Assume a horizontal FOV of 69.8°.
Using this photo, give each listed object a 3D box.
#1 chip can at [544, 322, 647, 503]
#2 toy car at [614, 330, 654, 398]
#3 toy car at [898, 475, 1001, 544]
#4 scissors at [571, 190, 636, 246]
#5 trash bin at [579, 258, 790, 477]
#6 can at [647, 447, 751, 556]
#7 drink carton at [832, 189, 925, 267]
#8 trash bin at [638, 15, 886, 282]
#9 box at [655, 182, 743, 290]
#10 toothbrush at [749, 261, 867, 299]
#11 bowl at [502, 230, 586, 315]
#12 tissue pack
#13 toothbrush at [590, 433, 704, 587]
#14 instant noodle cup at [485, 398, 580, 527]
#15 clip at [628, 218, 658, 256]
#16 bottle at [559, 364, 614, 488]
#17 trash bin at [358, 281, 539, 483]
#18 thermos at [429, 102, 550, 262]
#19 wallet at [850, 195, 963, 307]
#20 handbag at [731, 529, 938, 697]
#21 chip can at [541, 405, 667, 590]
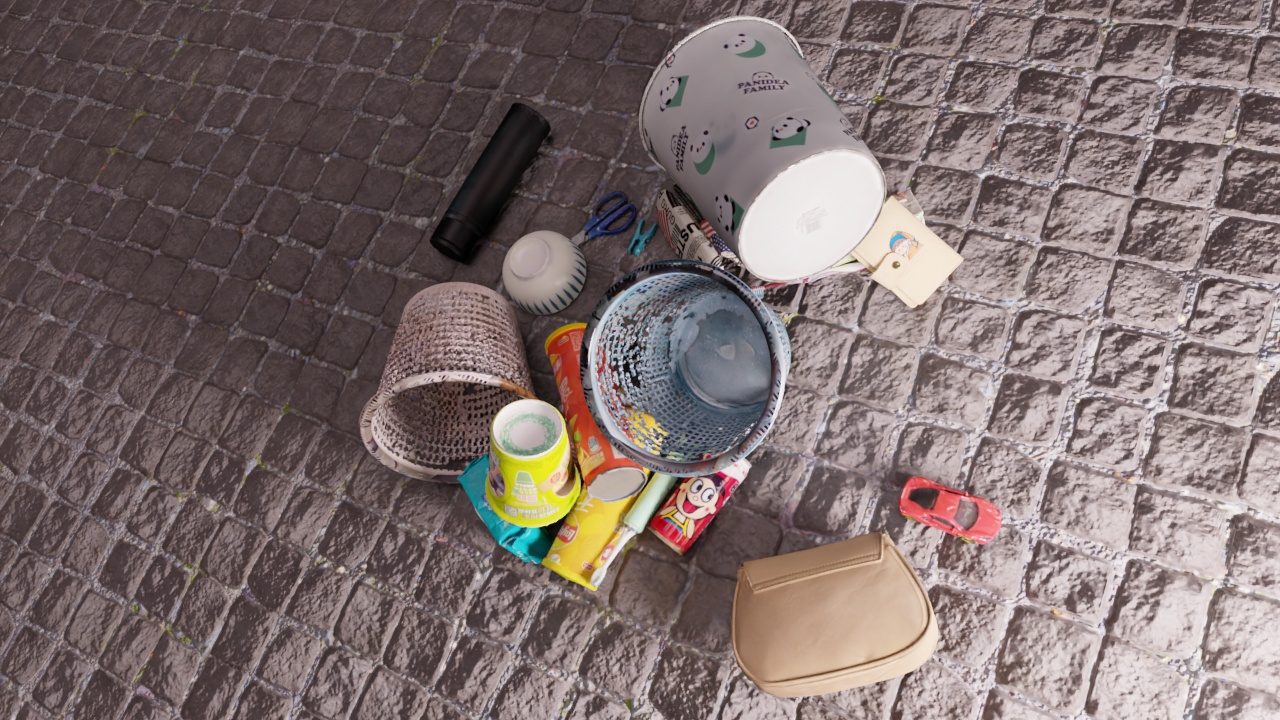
[{"bbox_3d":[-0.053,0.056,1.067,0.073,0.073,0.216,-26,53,7],"label":"chip can"},{"bbox_3d":[-0.007,0.007,1.167,0.043,0.036,0.091,-15,62,11],"label":"toy car"},{"bbox_3d":[0.332,0.160,0.985,0.106,0.031,0.049,20,76,24],"label":"toy car"},{"bbox_3d":[-0.087,-0.182,1.294,0.175,0.012,0.107,-15,65,14],"label":"scissors"},{"bbox_3d":[0.075,0.001,1.029,0.227,0.194,0.226,2,96,24],"label":"trash bin"},{"bbox_3d":[0.069,0.159,1.064,0.053,0.053,0.132,36,83,28],"label":"can"},{"bbox_3d":[0.283,-0.163,1.128,0.122,0.045,0.053,-18,43,10],"label":"drink carton"},{"bbox_3d":[0.147,-0.242,1.089,0.230,0.229,0.251,-30,51,5],"label":"trash bin"},{"bbox_3d":[0.088,-0.172,1.208,0.088,0.076,0.162,-20,56,-17],"label":"box"},{"bbox_3d":[0.215,-0.101,1.150,0.188,0.016,0.017,-13,73,14],"label":"toothbrush"},{"bbox_3d":[-0.139,-0.127,1.249,0.117,0.066,0.116,-6,71,17],"label":"bowl"},{"bbox_3d":[-0.163,0.183,1.113,0.050,0.093,0.133,-37,60,-4],"label":"tissue pack"},{"bbox_3d":[0.007,0.169,1.068,0.026,0.027,0.224,26,64,22],"label":"toothbrush"},{"bbox_3d":[-0.123,0.109,1.029,0.111,0.124,0.111,1,52,-2],"label":"instant noodle cup"},{"bbox_3d":[0.002,-0.168,1.255,0.039,0.014,0.056,20,76,26],"label":"clip"},{"bbox_3d":[-0.077,0.084,1.146,0.057,0.057,0.174,11,71,23],"label":"bottle"},{"bbox_3d":[-0.230,0.017,1.156,0.228,0.227,0.191,-17,50,12],"label":"trash bin"},{"bbox_3d":[-0.228,-0.262,1.350,0.090,0.068,0.242,18,74,48],"label":"thermos"},{"bbox_3d":[0.310,-0.126,1.089,0.115,0.024,0.087,40,104,-3],"label":"wallet"},{"bbox_3d":[0.196,0.266,0.952,0.205,0.100,0.147,-16,55,12],"label":"handbag"},{"bbox_3d":[-0.038,0.162,1.092,0.072,0.072,0.213,20,74,26],"label":"chip can"}]
